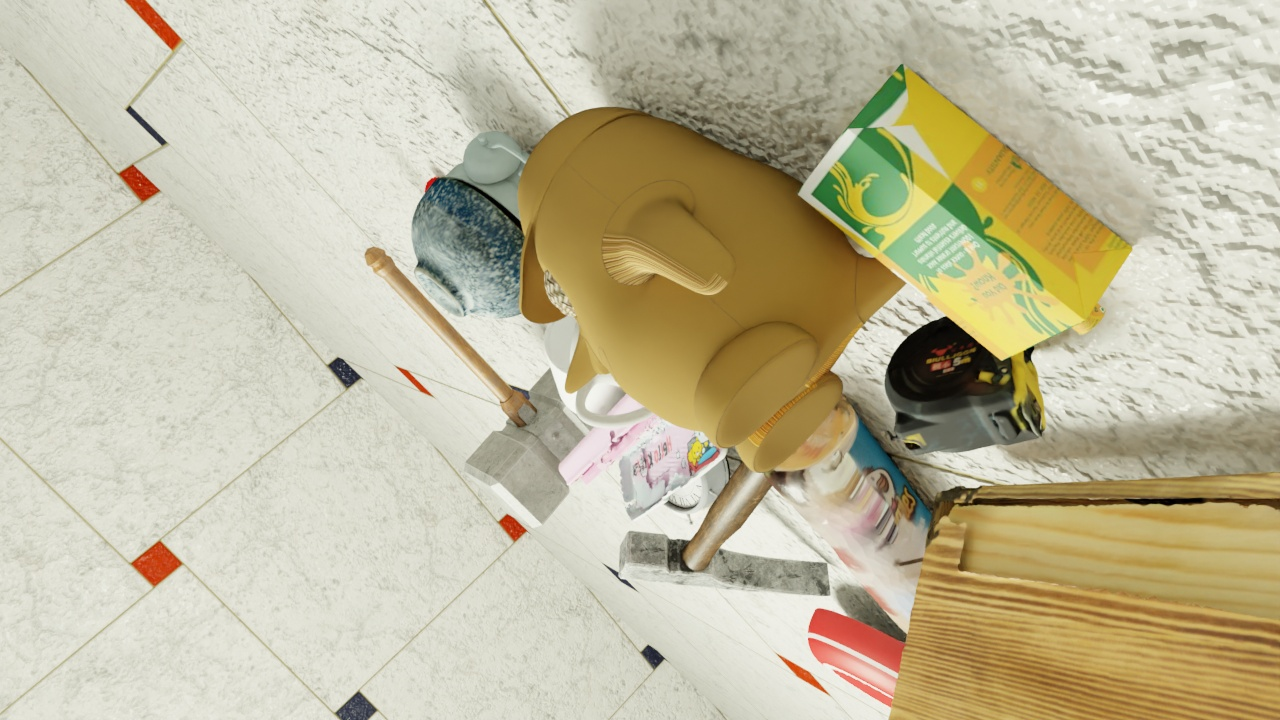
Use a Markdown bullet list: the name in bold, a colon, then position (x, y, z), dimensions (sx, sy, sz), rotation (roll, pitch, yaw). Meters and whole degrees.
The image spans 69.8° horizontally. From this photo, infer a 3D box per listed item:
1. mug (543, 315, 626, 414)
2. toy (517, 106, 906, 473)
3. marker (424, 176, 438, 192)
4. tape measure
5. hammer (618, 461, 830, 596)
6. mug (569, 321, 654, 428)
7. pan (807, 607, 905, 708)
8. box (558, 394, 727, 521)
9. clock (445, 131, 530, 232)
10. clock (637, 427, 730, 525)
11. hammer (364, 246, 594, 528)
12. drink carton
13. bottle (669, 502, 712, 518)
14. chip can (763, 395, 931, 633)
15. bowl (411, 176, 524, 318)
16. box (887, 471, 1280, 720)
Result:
- **mug**: position (-0.050, -0.014, 0.816), dimensions (0.110, 0.073, 0.091), rotation (61, 171, 24)
- **toy**: position (0.011, -0.048, 0.477), dimensions (0.203, 0.162, 0.198), rotation (44, -177, 26)
- **marker**: position (-0.152, -0.110, 0.857), dimensions (0.145, 0.021, 0.023), rotation (56, 179, -40)
- **tape measure**: position (0.155, 0.011, 0.443), dimensions (0.072, 0.072, 0.042), rotation (-21, 126, 38)
- **hammer**: position (0.117, 0.136, 0.812), dimensions (0.217, 0.037, 0.301), rotation (8, 145, -10)
- **mug**: position (-0.004, 0.004, 0.685), dimensions (0.089, 0.107, 0.071), rotation (15, 159, 12)
- **pan**: position (0.284, 0.312, 0.890), dimensions (0.209, 0.067, 0.357), rotation (32, 165, -2)
- **box**: position (0.011, 0.080, 0.803), dimensions (0.095, 0.087, 0.203), rotation (51, 145, 6)
- **clock**: position (-0.084, -0.103, 0.655), dimensions (0.122, 0.045, 0.159), rotation (40, 161, 3)
- **clock**: position (0.032, 0.091, 0.881), dimensions (0.122, 0.035, 0.095), rotation (52, 141, 13)
- **hammer**: position (-0.162, 0.006, 0.917), dimensions (0.083, 0.162, 0.318), rotation (14, 148, 55)
- **drink carton**: position (0.132, -0.056, 0.378), dimensions (0.122, 0.041, 0.058), rotation (40, 162, 2)
- **bottle**: position (0.054, 0.144, 0.992), dimensions (0.051, 0.051, 0.146), rotation (38, 162, 7)
- **chip can**: position (0.176, 0.126, 0.661), dimensions (0.229, 0.079, 0.080), rotation (49, 161, -25)
- **bowl**: position (-0.123, -0.067, 0.648), dimensions (0.114, 0.060, 0.114), rotation (38, 163, 13)
- **box**: position (0.239, 0.196, 0.403), dimensions (0.215, 0.256, 0.280), rotation (41, 162, -10)
